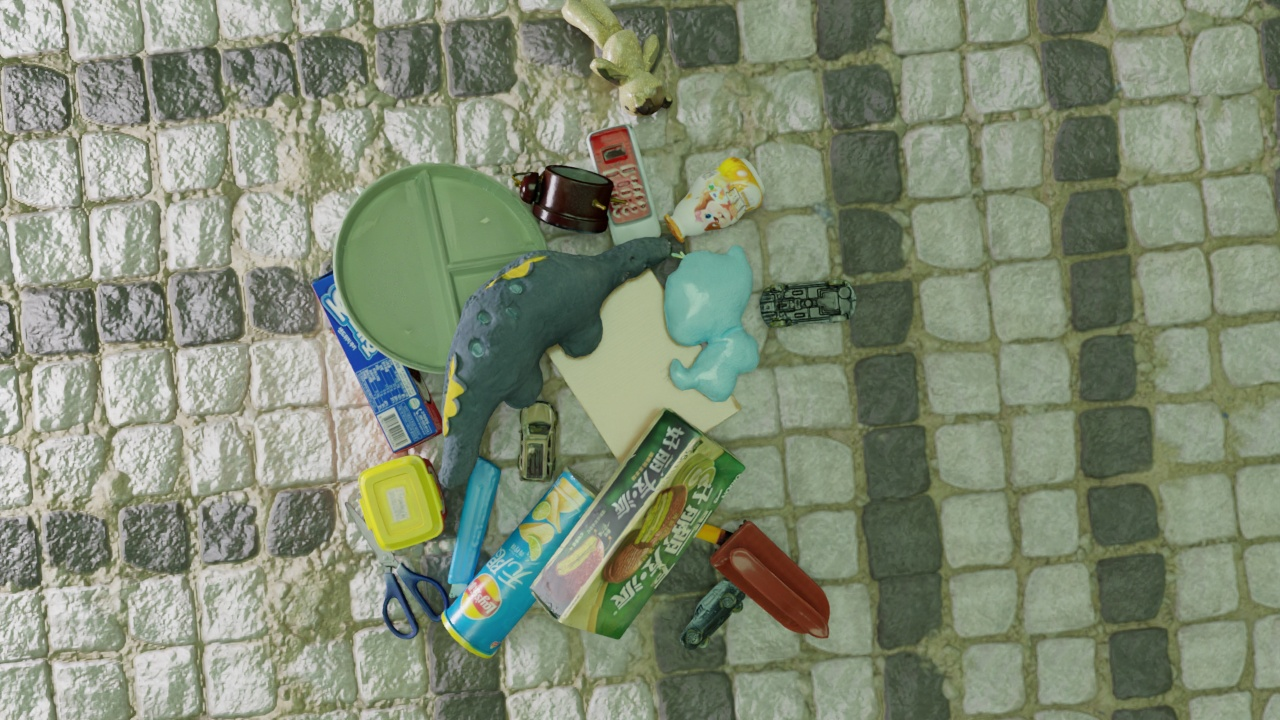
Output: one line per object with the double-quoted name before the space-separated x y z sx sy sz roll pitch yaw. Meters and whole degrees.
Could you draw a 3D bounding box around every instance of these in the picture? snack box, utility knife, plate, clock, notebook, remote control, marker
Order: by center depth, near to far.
"snack box" 0.000 0.173 0.964 0.063 0.114 0.240 36 88 39
"plate" -0.209 -0.098 0.982 0.230 0.028 0.230 3 81 -19
"snack box" -0.252 0.149 0.985 0.082 0.080 0.091 -18 90 -2
"clock" -0.082 -0.178 0.985 0.122 0.081 0.055 22 113 16
"snack box" -0.283 -0.003 0.997 0.057 0.058 0.207 -26 90 -1
"utility knife" -0.187 0.187 1.016 0.034 0.018 0.161 14 91 3
"remote control" -0.019 -0.193 1.020 0.056 0.020 0.136 -15 89 -1
"marker" 0.103 0.201 1.020 0.124 0.015 0.018 20 91 -3
"notebook" -0.006 0.006 1.023 0.149 0.012 0.211 -33 90 -2

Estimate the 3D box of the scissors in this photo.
"scissors" -0.286 0.232 1.019 0.173 0.012 0.126 32 89 1

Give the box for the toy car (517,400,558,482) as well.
"toy car" -0.114 0.089 1.009 0.042 0.035 0.090 3 87 -2

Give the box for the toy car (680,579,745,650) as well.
"toy car" 0.078 0.279 1.006 0.090 0.043 0.034 -47 63 -4

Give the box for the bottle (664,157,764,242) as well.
"bottle" 0.079 -0.172 0.999 0.108 0.063 0.063 -34 90 0

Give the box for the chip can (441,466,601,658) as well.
"chip can" -0.120 0.217 0.989 0.071 0.071 0.210 40 89 0

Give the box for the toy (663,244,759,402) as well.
"toy" 0.076 -0.047 1.002 0.161 0.050 0.156 -46 103 -11

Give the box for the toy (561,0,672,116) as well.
"toy" -0.027 -0.334 1.006 0.104 0.066 0.157 -32 84 -43

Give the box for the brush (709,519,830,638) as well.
"brush" 0.146 0.241 0.984 0.146 0.069 0.063 43 96 -8

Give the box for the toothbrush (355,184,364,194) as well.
"toothbrush" -0.241 -0.138 1.020 0.187 0.016 0.017 38 81 0

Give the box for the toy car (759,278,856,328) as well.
"toy car" 0.184 -0.063 1.013 0.105 0.031 0.049 -5 90 1

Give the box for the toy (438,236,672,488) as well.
"toy" -0.109 -0.035 0.947 0.355 0.091 0.138 -46 111 -18
